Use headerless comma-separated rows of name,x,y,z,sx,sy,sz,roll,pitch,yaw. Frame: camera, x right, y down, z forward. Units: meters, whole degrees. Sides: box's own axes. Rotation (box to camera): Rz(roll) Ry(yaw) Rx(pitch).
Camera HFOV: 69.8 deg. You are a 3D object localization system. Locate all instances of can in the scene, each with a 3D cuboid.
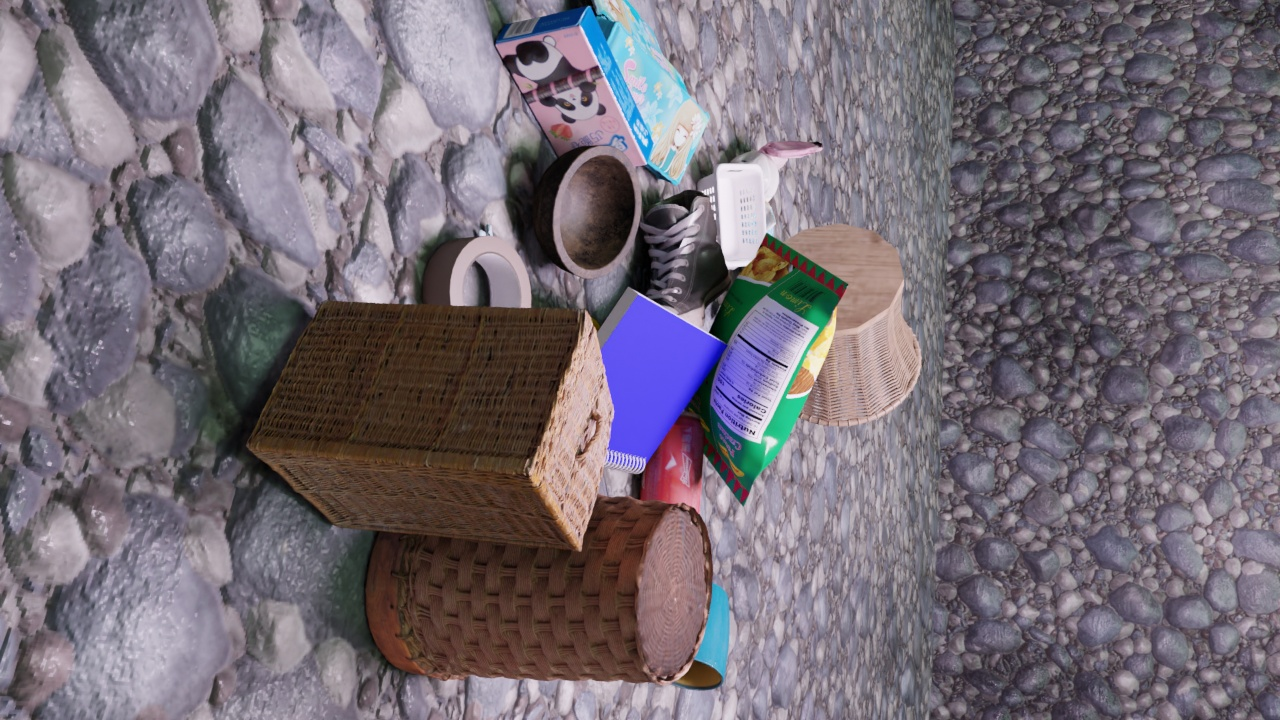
can,0.033,0.143,1.010,0.067,0.067,0.170,27,65,-60

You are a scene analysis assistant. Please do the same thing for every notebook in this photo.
notebook,-0.007,0.030,0.891,0.172,0.022,0.209,-56,151,6

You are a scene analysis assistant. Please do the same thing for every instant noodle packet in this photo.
instant noodle packet,0.126,0.002,1.001,0.090,0.195,0.253,16,107,-23

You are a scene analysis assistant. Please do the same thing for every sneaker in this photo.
sneaker,0.029,-0.101,0.989,0.234,0.095,0.120,-45,125,-52

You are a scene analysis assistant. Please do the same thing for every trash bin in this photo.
trash bin,-0.066,0.163,0.659,0.151,0.210,0.151,2,88,-63

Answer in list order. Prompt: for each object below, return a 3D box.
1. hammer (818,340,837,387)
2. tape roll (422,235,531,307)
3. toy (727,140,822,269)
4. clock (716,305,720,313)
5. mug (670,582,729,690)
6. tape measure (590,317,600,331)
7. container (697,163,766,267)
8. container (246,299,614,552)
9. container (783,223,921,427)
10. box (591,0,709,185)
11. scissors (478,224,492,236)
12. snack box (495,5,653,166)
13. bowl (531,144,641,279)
hammer,0.301,-0.054,1.518,0.331,0.132,0.033,71,30,-51
tape roll,-0.129,-0.051,0.731,0.093,0.030,0.093,0,90,-56
toy,0.149,-0.220,1.258,0.105,0.131,0.205,25,85,-14
clock,0.131,-0.033,1.233,0.087,0.044,0.124,-2,91,-63
mug,0.059,0.317,1.054,0.112,0.084,0.104,101,4,-49
tape measure,-0.056,-0.011,0.884,0.058,0.030,0.068,-5,94,-61
container,0.115,-0.185,1.180,0.080,0.050,0.129,-9,97,-36
container,-0.120,0.042,0.576,0.113,0.199,0.113,72,27,-51
container,0.273,-0.054,1.279,0.196,0.227,0.226,67,34,-51
box,0.003,-0.305,0.976,0.227,0.074,0.180,21,71,-61
scissors,-0.107,-0.042,0.807,0.072,0.033,0.176,-50,135,-47
snack box,-0.056,-0.239,0.831,0.154,0.088,0.033,59,40,-44
bowl,-0.059,-0.140,0.847,0.121,0.056,0.121,-25,124,-46
